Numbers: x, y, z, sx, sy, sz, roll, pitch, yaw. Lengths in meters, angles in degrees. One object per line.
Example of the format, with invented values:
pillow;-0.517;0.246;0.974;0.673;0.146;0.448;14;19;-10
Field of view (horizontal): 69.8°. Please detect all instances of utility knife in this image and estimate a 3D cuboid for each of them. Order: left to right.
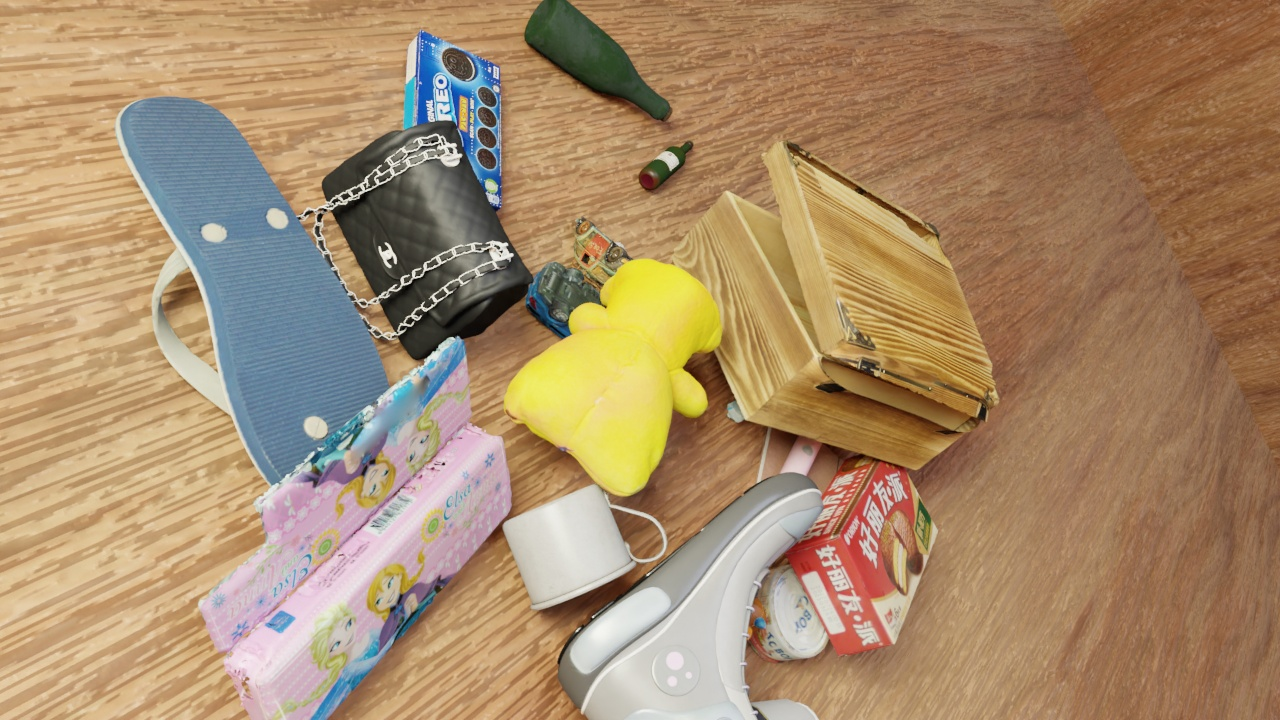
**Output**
utility knife;0.139;0.030;0.977;0.168;0.015;0.022;-26;89;-50

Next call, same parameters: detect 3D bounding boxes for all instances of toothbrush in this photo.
toothbrush;0.160;0.108;0.934;0.027;0.027;0.221;31;45;7

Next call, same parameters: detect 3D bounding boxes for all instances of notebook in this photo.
notebook;0.198;0.159;0.976;0.209;0.008;0.141;39;48;-25

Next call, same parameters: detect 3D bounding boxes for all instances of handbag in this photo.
handbag;-0.163;-0.085;0.654;0.114;0.125;0.153;-25;90;-47

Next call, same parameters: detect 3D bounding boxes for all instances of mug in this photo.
mug;-0.041;0.134;0.688;0.113;0.084;0.070;-22;83;-9

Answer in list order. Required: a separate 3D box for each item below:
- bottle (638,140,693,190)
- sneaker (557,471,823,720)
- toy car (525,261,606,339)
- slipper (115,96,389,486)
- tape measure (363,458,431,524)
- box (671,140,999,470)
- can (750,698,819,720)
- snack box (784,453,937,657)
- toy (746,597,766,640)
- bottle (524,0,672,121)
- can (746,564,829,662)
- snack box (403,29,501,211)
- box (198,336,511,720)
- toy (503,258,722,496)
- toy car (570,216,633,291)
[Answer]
bottle;0.031;-0.212;0.976;0.025;0.025;0.105;53;44;-12
sneaker;0.076;0.206;0.687;0.256;0.093;0.160;-33;67;-22
toy car;-0.048;-0.036;0.802;0.120;0.044;0.056;36;49;-24
slipper;-0.250;-0.033;0.596;0.118;0.060;0.295;-25;87;-51
tape measure;-0.177;0.085;0.629;0.058;0.030;0.068;17;68;-39
box;0.211;-0.040;0.914;0.278;0.176;0.247;19;39;-39
can;0.100;0.318;0.764;0.127;0.064;0.064;13;62;-40
snack box;0.226;0.179;0.911;0.113;0.060;0.235;62;31;-2
toy;0.063;0.231;0.739;0.070;0.090;0.103;55;11;-23
bottle;-0.034;-0.297;0.931;0.174;0.055;0.055;29;53;-34
can;0.136;0.235;0.855;0.086;0.043;0.086;19;60;-36
snack box;-0.160;-0.202;0.783;0.082;0.027;0.150;14;62;-39
box;-0.161;0.105;0.567;0.229;0.035;0.160;-48;146;-45
toy;-0.004;0.004;0.716;0.134;0.088;0.193;37;52;0
toy car;-0.034;-0.088;0.829;0.047;0.047;0.112;34;7;-40
